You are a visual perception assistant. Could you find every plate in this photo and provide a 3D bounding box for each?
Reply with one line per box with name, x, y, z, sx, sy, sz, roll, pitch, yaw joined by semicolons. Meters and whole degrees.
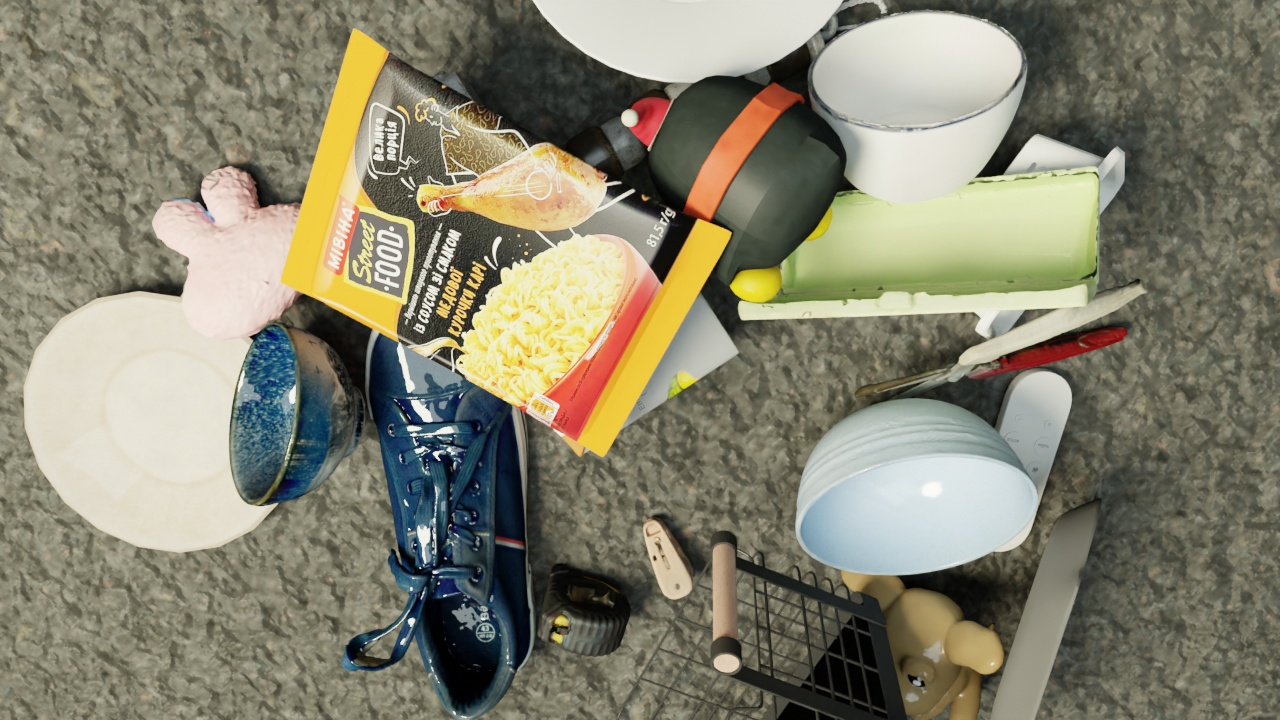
plate;0.027;-0.260;0.535;0.208;0.015;0.208;0;84;0
plate;-0.332;0.044;0.645;0.189;0.027;0.189;0;105;1

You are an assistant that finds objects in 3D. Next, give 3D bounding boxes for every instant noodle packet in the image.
instant noodle packet;-0.084;-0.055;0.510;0.221;0.032;0.160;29;119;-1

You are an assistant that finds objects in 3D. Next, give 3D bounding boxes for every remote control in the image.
remote control;0.266;0.071;0.647;0.043;0.013;0.137;11;105;-2

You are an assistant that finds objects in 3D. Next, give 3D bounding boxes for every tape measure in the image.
tape measure;-0.039;0.180;0.655;0.062;0.067;0.038;16;105;-3

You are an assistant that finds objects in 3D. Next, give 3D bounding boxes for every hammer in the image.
hammer;0.001;-0.143;0.568;0.326;0.079;0.177;-30;102;3

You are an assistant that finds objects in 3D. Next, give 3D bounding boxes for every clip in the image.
clip;0.021;0.142;0.671;0.024;0.041;0.060;-22;84;6

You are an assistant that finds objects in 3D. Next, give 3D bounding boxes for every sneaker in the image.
sneaker;-0.134;0.108;0.610;0.121;0.127;0.295;-7;103;2

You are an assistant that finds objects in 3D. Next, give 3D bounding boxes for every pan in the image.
pan;0.232;0.230;0.578;0.024;0.217;0.353;18;66;26

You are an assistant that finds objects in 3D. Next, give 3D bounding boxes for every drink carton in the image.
drink carton;-0.004;0.004;0.605;0.125;0.076;0.048;-33;102;5

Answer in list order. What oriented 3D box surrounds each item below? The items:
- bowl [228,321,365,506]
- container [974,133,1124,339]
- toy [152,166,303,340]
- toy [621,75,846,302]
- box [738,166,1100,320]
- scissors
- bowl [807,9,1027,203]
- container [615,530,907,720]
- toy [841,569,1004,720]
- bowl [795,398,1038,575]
bowl;-0.212;0.036;0.583;0.060;0.114;0.114;10;109;-39
container;0.238;-0.079;0.573;0.049;0.080;0.129;40;104;24
toy;-0.261;-0.073;0.597;0.108;0.053;0.105;-40;90;-8
toy;0.052;-0.108;0.504;0.119;0.100;0.097;36;61;8
box;0.163;-0.054;0.535;0.188;0.130;0.064;-2;130;30
scissors;0.236;-0.008;0.575;0.198;0.180;0.015;-12;73;-12
bowl;0.157;-0.142;0.528;0.116;0.116;0.066;-12;138;4
container;0.059;0.252;0.603;0.130;0.162;0.242;22;117;-7
toy;0.205;0.210;0.650;0.105;0.134;0.108;-51;128;-9
bowl;0.174;0.075;0.606;0.150;0.074;0.151;-1;140;-1
